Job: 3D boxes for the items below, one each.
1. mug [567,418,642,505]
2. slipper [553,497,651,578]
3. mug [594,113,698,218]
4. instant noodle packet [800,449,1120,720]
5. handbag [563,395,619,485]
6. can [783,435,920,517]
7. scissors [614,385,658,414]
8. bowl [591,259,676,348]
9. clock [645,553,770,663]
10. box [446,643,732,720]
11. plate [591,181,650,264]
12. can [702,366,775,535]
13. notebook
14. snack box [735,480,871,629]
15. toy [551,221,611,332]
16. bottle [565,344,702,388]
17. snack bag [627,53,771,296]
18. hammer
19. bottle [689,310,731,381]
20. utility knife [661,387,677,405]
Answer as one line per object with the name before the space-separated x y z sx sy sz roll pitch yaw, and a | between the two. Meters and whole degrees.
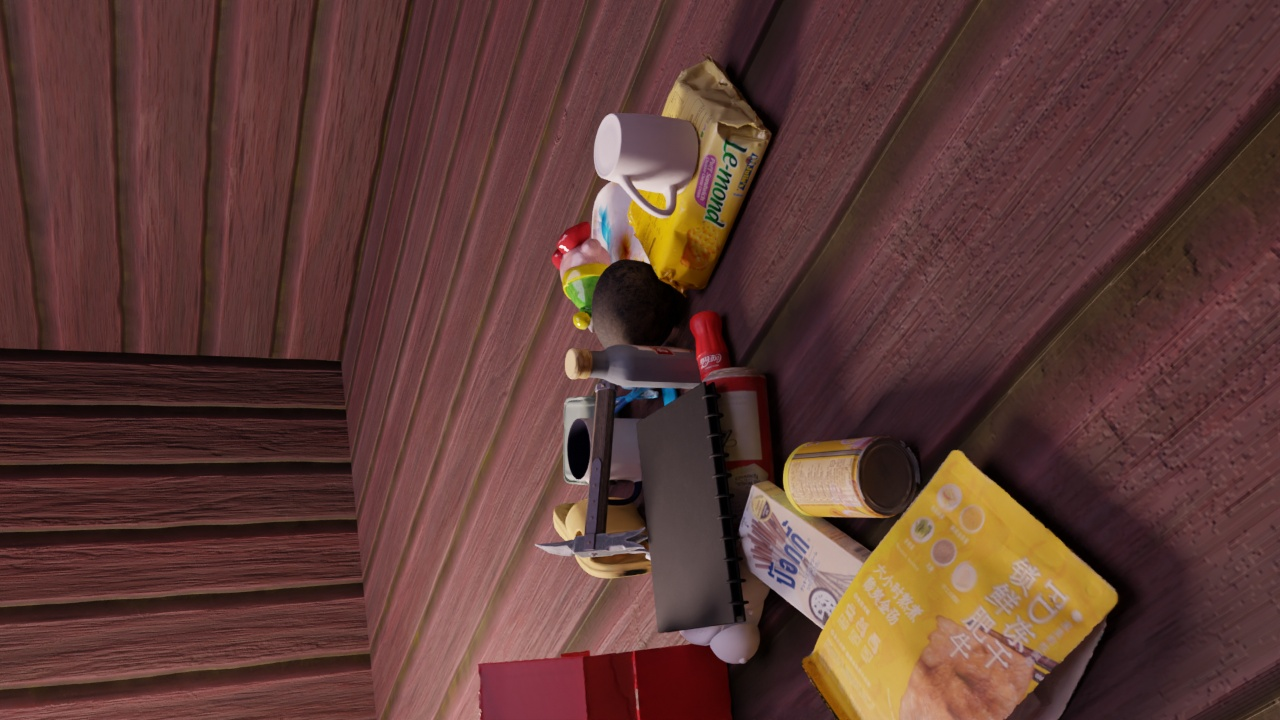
mug | -0.034 0.130 1.175 0.079 0.096 0.111 -30 62 60
slipper | -0.046 0.214 1.198 0.264 0.099 0.078 -164 79 -67
mug | 0.005 -0.207 0.978 0.081 0.087 0.114 -30 62 59
instant noodle packet | 0.231 0.199 0.670 0.163 0.084 0.222 55 130 51
handbag | -0.063 0.111 1.270 0.106 0.067 0.121 164 107 -72
can | 0.177 0.100 0.783 0.105 0.067 0.067 -17 73 62
scissors | -0.010 0.048 1.167 0.090 0.014 0.141 -51 20 -12
bowl | 0.004 -0.062 1.105 0.056 0.121 0.121 4 91 44
clock | 0.071 0.240 0.979 0.161 0.072 0.125 32 116 61
box | -0.043 0.406 0.934 0.124 0.315 0.211 135 131 -69
plate | -0.022 -0.162 1.265 0.187 0.016 0.187 -14 75 63
can | 0.101 0.094 0.937 0.067 0.067 0.170 -24 67 61
notebook | 0.048 0.154 0.939 0.170 0.019 0.231 -37 55 58
snack box | 0.151 0.182 0.829 0.150 0.026 0.082 34 120 40
toy | -0.082 -0.106 1.270 0.131 0.096 0.124 58 147 12
bottle | -0.006 0.006 1.056 0.072 0.161 0.046 16 102 63
snack bag | 0.056 -0.206 1.053 0.159 0.068 0.248 63 142 43
hammer | -0.049 0.082 1.110 0.147 0.028 0.316 -10 59 24
bottle | 0.082 0.004 1.017 0.036 0.036 0.119 -46 48 53
utility knife | 0.040 0.073 1.121 0.031 0.015 0.209 131 138 -53
